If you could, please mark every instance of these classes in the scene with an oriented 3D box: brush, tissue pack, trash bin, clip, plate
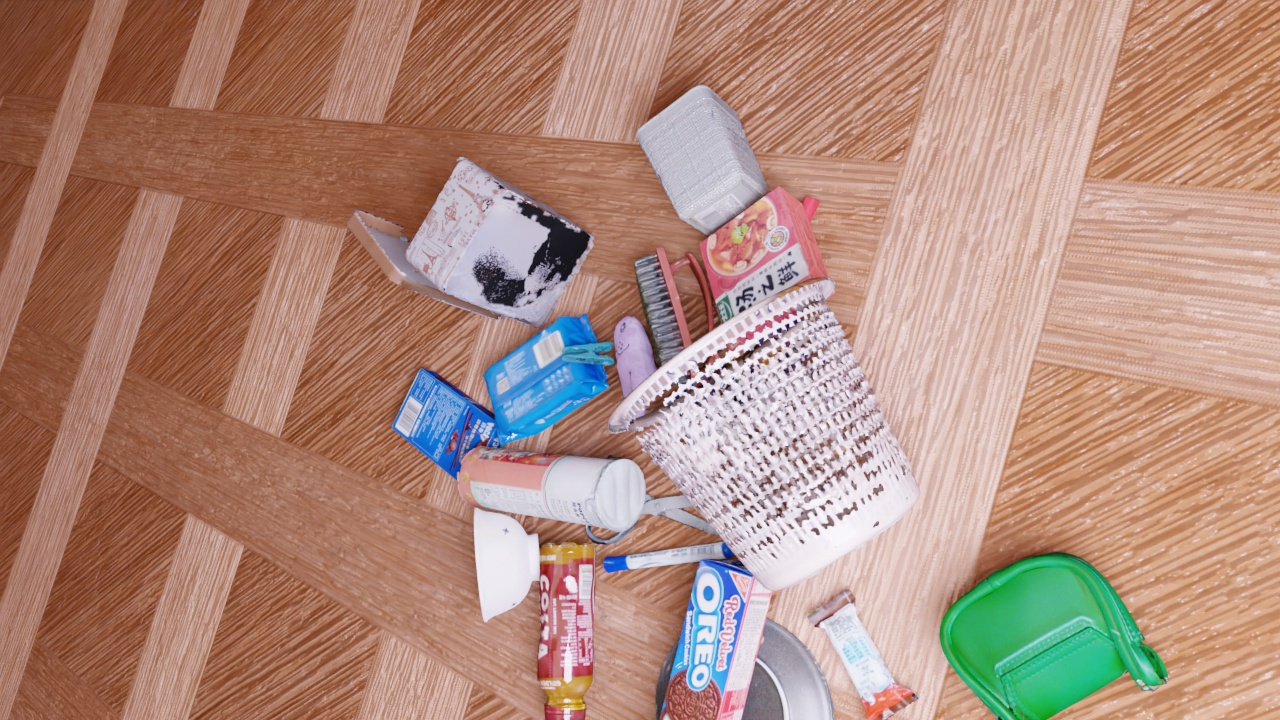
[{"bbox_3d":[0.042,-0.041,0.928,0.069,0.063,0.145,-14,68,-1],"label":"brush"},{"bbox_3d":[-0.106,0.023,1.012,0.157,0.052,0.095,-33,60,23],"label":"tissue pack"},{"bbox_3d":[0.116,0.071,0.761,0.228,0.227,0.192,-37,78,21],"label":"trash bin"},{"bbox_3d":[-0.055,-0.007,0.959,0.057,0.015,0.049,-2,59,-9],"label":"clip"},{"bbox_3d":[0.085,0.318,0.822,0.180,0.024,0.179,-10,72,32],"label":"plate"}]

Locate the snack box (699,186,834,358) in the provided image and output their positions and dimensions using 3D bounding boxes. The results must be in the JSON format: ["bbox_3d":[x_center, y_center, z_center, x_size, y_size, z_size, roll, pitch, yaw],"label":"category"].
[{"bbox_3d":[0.109,-0.082,0.878,0.127,0.044,0.113,-35,51,31],"label":"snack box"}]

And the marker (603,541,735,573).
[{"bbox_3d":[0.027,0.193,0.899,0.146,0.017,0.017,-15,70,30],"label":"marker"}]

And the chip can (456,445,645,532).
[{"bbox_3d":[-0.099,0.130,0.954,0.215,0.071,0.071,0,77,41],"label":"chip can"}]

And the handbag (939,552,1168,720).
[{"bbox_3d":[0.299,0.211,0.679,0.131,0.068,0.120,-42,59,18],"label":"handbag"}]

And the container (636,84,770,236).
[{"bbox_3d":[0.068,-0.197,0.932,0.090,0.090,0.114,-33,65,23],"label":"container"}]

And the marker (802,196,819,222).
[{"bbox_3d":[0.138,-0.092,0.899,0.017,0.017,0.145,26,93,36],"label":"marker"}]

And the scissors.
[{"bbox_3d":[0.011,0.147,0.926,0.171,0.014,0.159,-44,59,15],"label":"scissors"}]

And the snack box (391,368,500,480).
[{"bbox_3d":[-0.228,0.080,1.095,0.157,0.026,0.084,30,95,36],"label":"snack box"}]

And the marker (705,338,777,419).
[{"bbox_3d":[0.104,0.016,0.896,0.124,0.015,0.018,-51,58,16],"label":"marker"}]

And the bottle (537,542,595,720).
[{"bbox_3d":[-0.074,0.272,0.921,0.058,0.057,0.174,-10,72,32],"label":"bottle"}]

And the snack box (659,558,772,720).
[{"bbox_3d":[0.062,0.278,0.799,0.057,0.058,0.207,12,84,32],"label":"snack box"}]

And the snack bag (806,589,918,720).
[{"bbox_3d":[0.185,0.249,0.771,0.048,0.026,0.104,-39,58,12],"label":"snack bag"}]

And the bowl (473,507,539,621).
[{"bbox_3d":[-0.138,0.211,0.968,0.064,0.118,0.118,-5,70,-8],"label":"bowl"}]

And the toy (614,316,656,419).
[{"bbox_3d":[-0.006,0.006,0.949,0.084,0.039,0.108,109,151,-57],"label":"toy"}]

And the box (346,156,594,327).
[{"bbox_3d":[-0.193,-0.142,1.039,0.193,0.183,0.157,40,100,32],"label":"box"}]
